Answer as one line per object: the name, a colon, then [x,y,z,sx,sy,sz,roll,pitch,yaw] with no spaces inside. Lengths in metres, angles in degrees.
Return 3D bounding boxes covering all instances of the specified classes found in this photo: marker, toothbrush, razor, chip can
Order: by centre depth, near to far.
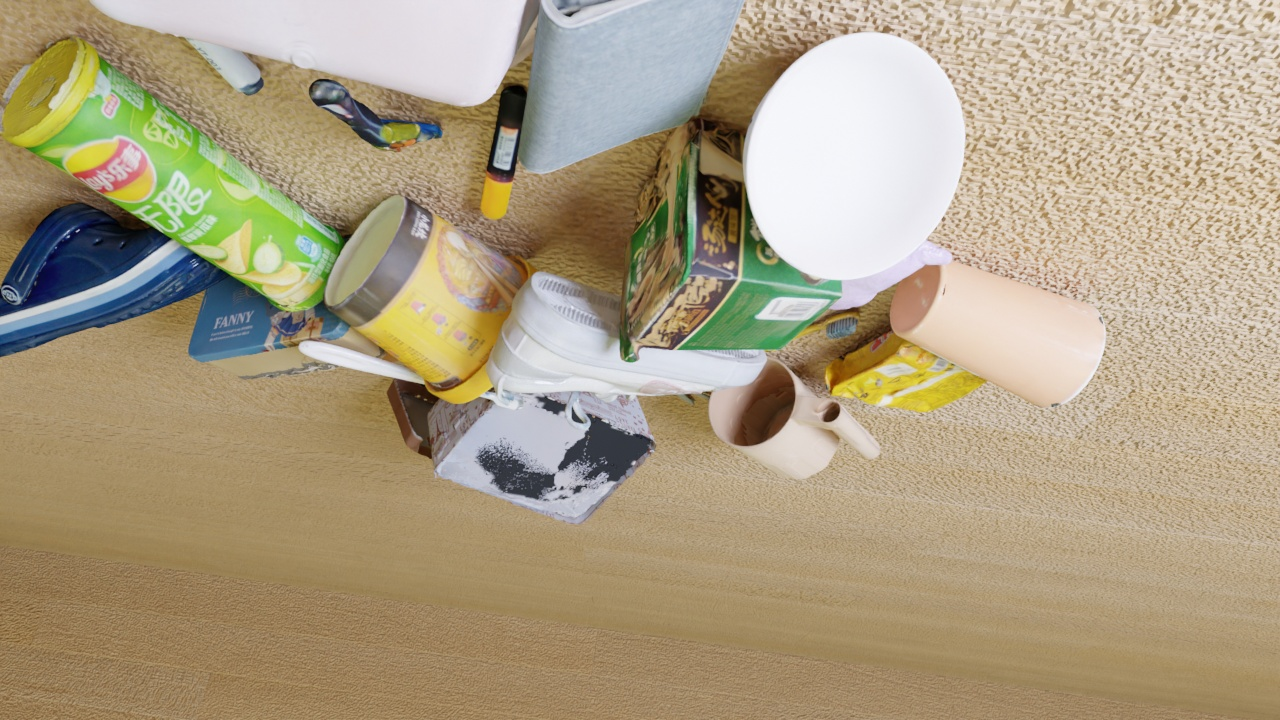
marker: [-0.246,-0.187,0.478,0.023,0.018,0.131,8,157,23]
razor: [-0.144,-0.128,0.493,0.042,0.022,0.142,5,-175,1]
marker: [-0.084,-0.126,0.566,0.018,0.015,0.124,11,153,-10]
chip can: [-0.289,-0.109,0.599,0.073,0.072,0.221,-5,153,27]
toothbrush: [-0.171,0.010,0.706,0.180,0.016,0.016,16,122,-29]
toothbrush: [0.103,-0.008,0.760,0.016,0.018,0.192,29,149,-31]

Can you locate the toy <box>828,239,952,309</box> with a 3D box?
toy: [0.136,-0.064,0.601,0.084,0.038,0.108,29,156,-11]

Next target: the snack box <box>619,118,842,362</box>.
snack box: [0.056,-0.062,0.543,0.105,0.117,0.118,10,155,-15]

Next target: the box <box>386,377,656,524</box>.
box: [-0.114,0.045,0.891,0.180,0.157,0.226,26,-168,-33]

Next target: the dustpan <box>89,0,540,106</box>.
dustpan: [-0.126,-0.221,0.377,0.222,0.138,0.274,14,127,-11]

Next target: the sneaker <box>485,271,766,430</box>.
sneaker: [-0.004,0.004,0.654,0.241,0.089,0.091,6,127,-46]

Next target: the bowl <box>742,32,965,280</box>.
bowl: [0.096,-0.106,0.472,0.118,0.118,0.064,20,-167,-24]

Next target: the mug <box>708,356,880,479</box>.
mug: [0.137,0.055,0.803,0.125,0.084,0.103,6,161,37]

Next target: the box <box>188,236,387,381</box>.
box: [-0.279,-0.038,0.732,0.185,0.089,0.059,-9,152,23]

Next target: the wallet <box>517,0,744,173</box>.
wallet: [-0.005,-0.143,0.432,0.106,0.037,0.130,-24,170,-17]

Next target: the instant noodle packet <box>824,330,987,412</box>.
instant noodle packet: [0.220,0.004,0.720,0.110,0.044,0.129,9,160,-18]

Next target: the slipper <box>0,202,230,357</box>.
slipper: [-0.419,-0.073,0.706,0.253,0.105,0.095,-16,107,19]

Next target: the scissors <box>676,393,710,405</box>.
scissors: [0.010,0.007,0.834,0.171,0.012,0.141,13,156,-13]

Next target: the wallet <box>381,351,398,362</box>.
wallet: [-0.229,-0.030,0.808,0.132,0.031,0.107,-8,153,30]

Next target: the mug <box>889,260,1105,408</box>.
mug: [0.237,-0.023,0.623,0.122,0.078,0.078,20,154,-13]

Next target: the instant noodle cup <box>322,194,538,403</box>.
instant noodle cup: [-0.149,-0.046,0.648,0.119,0.118,0.114,-17,139,44]
